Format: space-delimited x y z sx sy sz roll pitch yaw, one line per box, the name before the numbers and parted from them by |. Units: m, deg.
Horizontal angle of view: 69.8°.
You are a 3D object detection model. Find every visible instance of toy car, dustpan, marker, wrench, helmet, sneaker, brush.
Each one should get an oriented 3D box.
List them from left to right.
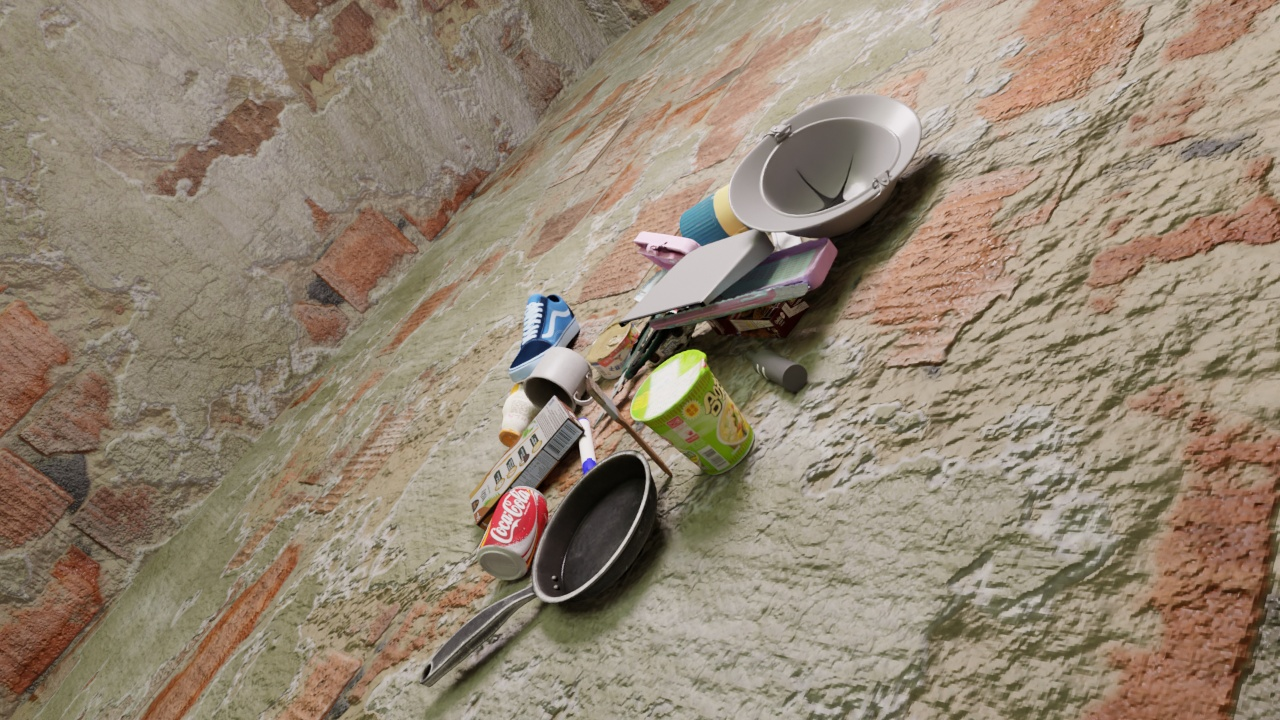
sneaker | -0.171 -0.046 1.471 0.084 0.098 0.240 -24 16 21
marker | -0.070 0.114 1.196 0.020 0.020 0.141 -39 23 10
brush | -0.011 0.076 1.007 0.008 0.143 0.045 -40 15 5
toy car | 0.046 -0.030 1.239 0.113 0.040 0.048 -46 15 44
dustpan | 0.102 -0.125 1.156 0.163 0.033 0.256 -11 31 53
wrench | 0.206 -0.170 1.231 0.087 0.018 0.272 -23 31 14
helmet | 0.234 -0.211 1.147 0.270 0.118 0.183 -41 53 -16

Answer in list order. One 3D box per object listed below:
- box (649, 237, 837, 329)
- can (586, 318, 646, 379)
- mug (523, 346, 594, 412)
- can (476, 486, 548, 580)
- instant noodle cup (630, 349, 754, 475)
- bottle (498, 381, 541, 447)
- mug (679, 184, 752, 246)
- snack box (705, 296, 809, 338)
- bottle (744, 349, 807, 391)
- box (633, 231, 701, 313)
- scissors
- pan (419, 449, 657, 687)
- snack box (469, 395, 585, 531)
box | 0.120 -0.081 1.099 0.149 0.049 0.215 -35 14 -37
can | -0.034 -0.017 1.335 0.086 0.043 0.086 -36 24 19
mug | -0.106 0.033 1.334 0.113 0.084 0.070 9 47 26
can | -0.153 0.208 1.113 0.064 0.064 0.104 -27 28 34
instant noodle cup | 0.060 0.060 0.964 0.099 0.108 0.098 -35 24 18
bottle | -0.177 0.082 1.373 0.063 0.063 0.108 -26 28 35
mug | 0.121 -0.194 1.353 0.108 0.083 0.113 -24 57 39
snack box | 0.141 -0.059 1.134 0.051 0.032 0.141 -51 24 -17
bottle | 0.145 0.006 1.019 0.030 0.030 0.113 -45 23 -4
box | 0.036 -0.126 1.371 0.102 0.087 0.202 -58 24 -2
scissors | -0.008 0.010 1.223 0.209 0.015 0.147 -61 13 -16
pan | -0.108 0.240 1.002 0.357 0.055 0.187 -48 23 8
snack box | -0.157 0.141 1.249 0.186 0.031 0.101 -49 21 1
